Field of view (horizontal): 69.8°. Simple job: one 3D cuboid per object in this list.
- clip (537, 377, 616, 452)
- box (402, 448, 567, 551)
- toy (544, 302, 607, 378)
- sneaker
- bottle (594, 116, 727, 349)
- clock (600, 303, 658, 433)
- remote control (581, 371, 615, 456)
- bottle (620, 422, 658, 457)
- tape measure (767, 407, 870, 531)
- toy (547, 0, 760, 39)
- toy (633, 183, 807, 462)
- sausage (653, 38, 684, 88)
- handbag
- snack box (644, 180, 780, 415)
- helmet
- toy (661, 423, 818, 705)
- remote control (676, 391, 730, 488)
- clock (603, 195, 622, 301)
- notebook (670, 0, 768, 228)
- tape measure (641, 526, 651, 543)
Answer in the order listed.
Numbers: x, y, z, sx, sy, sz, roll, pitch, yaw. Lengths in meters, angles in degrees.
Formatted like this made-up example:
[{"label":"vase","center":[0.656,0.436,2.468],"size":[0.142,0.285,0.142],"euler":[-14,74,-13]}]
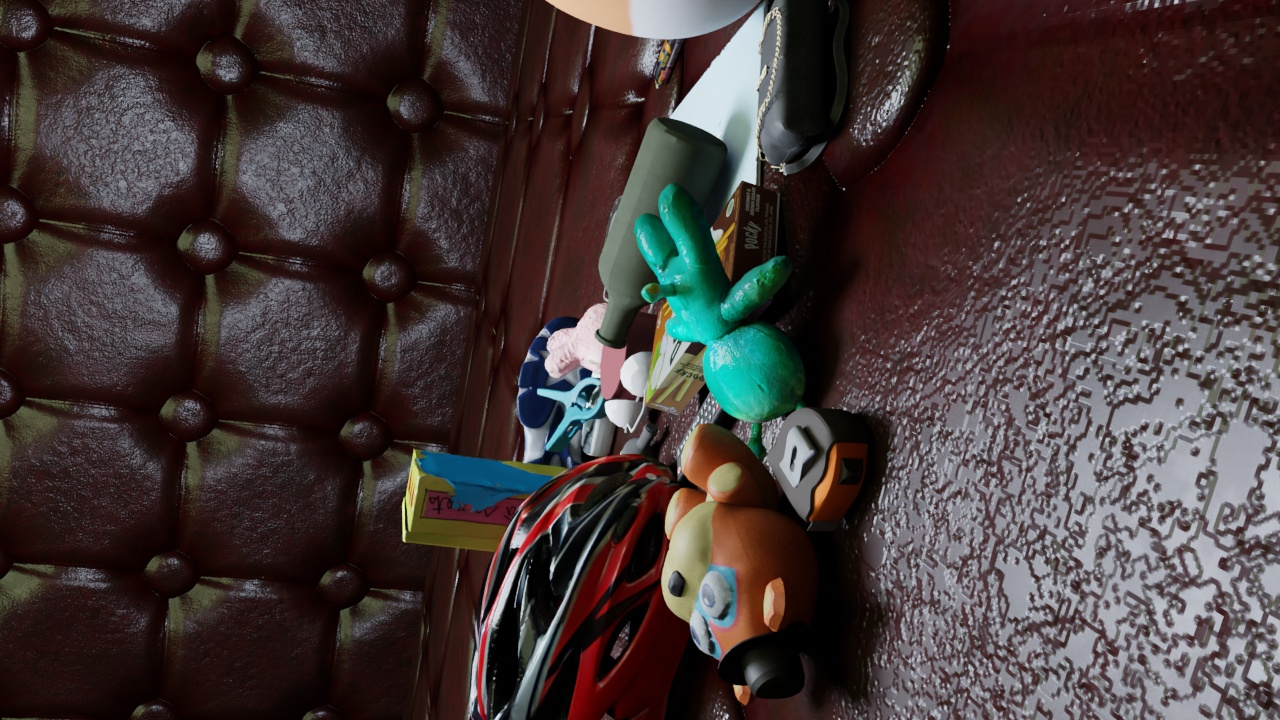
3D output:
[{"label":"clip","center":[-0.072,0.042,1.028],"size":[0.120,0.027,0.103],"euler":[-24,73,46]},{"label":"box","center":[-0.144,0.157,0.997],"size":[0.124,0.220,0.080],"euler":[-153,72,-71]},{"label":"toy","center":[-0.056,-0.019,1.014],"size":[0.108,0.105,0.053],"euler":[-96,-14,-50]},{"label":"sneaker","center":[-0.108,0.080,1.148],"size":[0.132,0.103,0.269],"euler":[-179,94,-80]},{"label":"bottle","center":[0.007,-0.106,0.811],"size":[0.071,0.071,0.207],"euler":[-110,38,-59]},{"label":"clock","center":[-0.005,0.006,0.904],"size":[0.096,0.048,0.137],"euler":[116,156,-46]},{"label":"remote control","center":[-0.044,0.052,1.048],"size":[0.060,0.028,0.114],"euler":[-151,70,-73]},{"label":"bottle","center":[-0.006,0.098,0.895],"size":[0.113,0.030,0.030],"euler":[116,156,-46]},{"label":"tape measure","center":[0.101,0.056,0.526],"size":[0.059,0.038,0.058],"euler":[-64,35,34]},{"label":"toy","center":[-0.004,-0.389,0.700],"size":[0.266,0.281,0.262],"euler":[85,-174,-67]},{"label":"toy","center":[0.052,-0.020,0.606],"size":[0.193,0.072,0.131],"euler":[59,148,3]},{"label":"sausage","center":[0.042,-0.354,0.978],"size":[0.156,0.020,0.020],"euler":[119,154,-50]},{"label":"handbag","center":[0.107,-0.193,0.642],"size":[0.079,0.054,0.128],"euler":[124,149,-78]},{"label":"snack box","center":[0.054,-0.043,0.732],"size":[0.186,0.031,0.100],"euler":[124,159,-56]},{"label":"helmet","center":[-0.049,0.206,0.788],"size":[0.218,0.167,0.271],"euler":[-7,64,61]},{"label":"toy","center":[0.061,0.125,0.563],"size":[0.176,0.096,0.112],"euler":[-123,36,-46]},{"label":"remote control","center":[0.056,0.050,0.732],"size":[0.147,0.015,0.033],"euler":[115,162,-44]},{"label":"clock","center":[-0.008,-0.119,0.949],"size":[0.091,0.043,0.123],"euler":[-145,64,-73]},{"label":"notebook","center":[0.059,-0.187,0.853],"size":[0.254,0.009,0.181],"euler":[152,124,-70]},{"label":"tape measure","center":[-0.003,0.140,0.881],"size":[0.059,0.019,0.051],"euler":[-123,44,-65]}]
